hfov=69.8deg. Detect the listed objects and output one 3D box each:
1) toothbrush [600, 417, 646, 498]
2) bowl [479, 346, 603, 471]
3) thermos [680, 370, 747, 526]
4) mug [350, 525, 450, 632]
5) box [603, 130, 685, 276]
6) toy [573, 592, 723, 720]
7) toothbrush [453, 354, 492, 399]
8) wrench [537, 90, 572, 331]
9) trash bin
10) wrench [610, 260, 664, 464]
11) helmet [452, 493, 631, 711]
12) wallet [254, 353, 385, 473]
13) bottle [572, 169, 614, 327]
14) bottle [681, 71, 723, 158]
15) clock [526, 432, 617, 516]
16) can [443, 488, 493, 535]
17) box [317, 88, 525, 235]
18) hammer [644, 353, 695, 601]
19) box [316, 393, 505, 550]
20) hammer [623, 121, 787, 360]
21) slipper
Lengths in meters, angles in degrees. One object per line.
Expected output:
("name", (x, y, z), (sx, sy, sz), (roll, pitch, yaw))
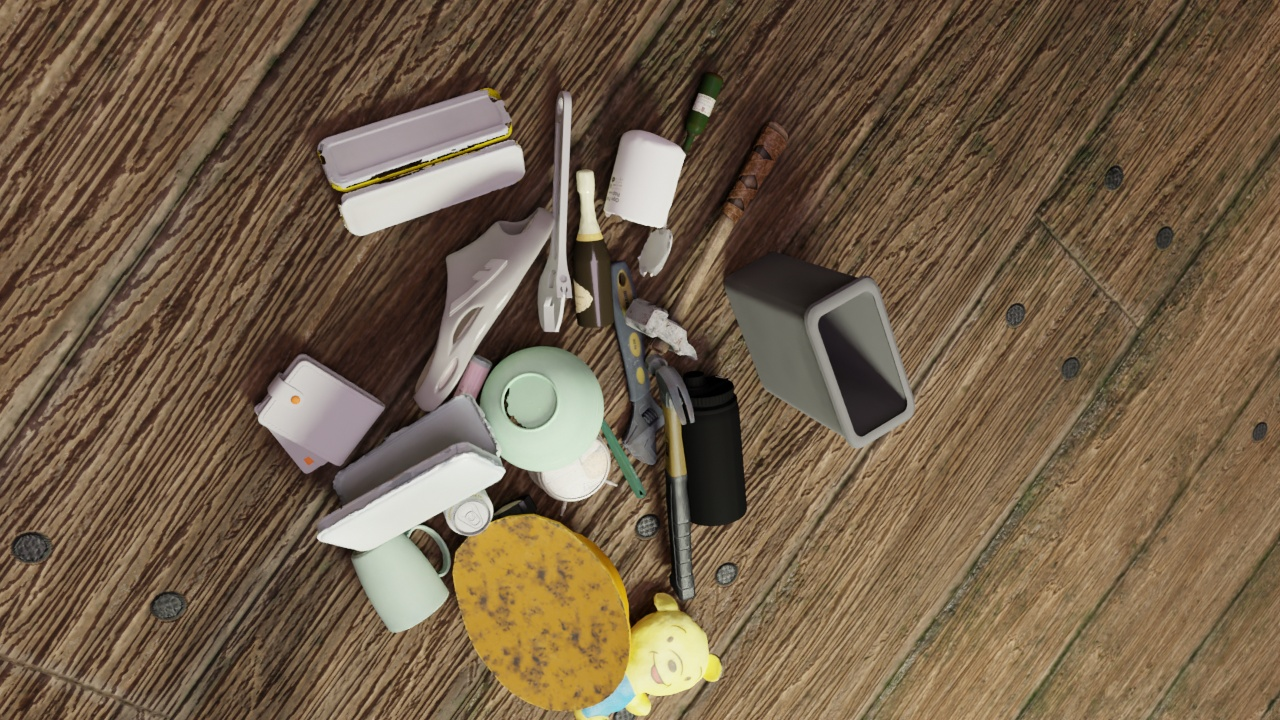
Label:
("toothbrush", (-0.036, 0.103, 1.183), (0.016, 0.017, 0.190), (-32, 114, -11))
("bowl", (-0.121, 0.052, 1.066), (0.151, 0.077, 0.150), (-1, 81, 5))
("thermos", (0.089, 0.107, 1.193), (0.086, 0.086, 0.199), (-12, 109, -17))
("mug", (-0.282, 0.250, 1.104), (0.111, 0.084, 0.104), (-38, 105, -38))
("box", (0.003, -0.181, 1.081), (0.092, 0.083, 0.166), (10, 103, -32))
("toy", (-0.006, 0.412, 1.249), (0.213, 0.084, 0.149), (-25, 113, -15))
("toothbrush", (-0.235, 0.097, 1.099), (0.026, 0.027, 0.222), (19, 98, -52))
("wrench", (-0.096, -0.169, 1.061), (0.018, 0.087, 0.273), (1, 95, -21))
("trash bin", (0.213, -0.022, 1.129), (0.097, 0.220, 0.192), (-29, 113, -11))
("wrench", (-0.007, 0.007, 1.163), (0.073, 0.022, 0.273), (-19, 112, -23))
("helmet", (-0.105, 0.291, 1.145), (0.206, 0.131, 0.255), (-27, 94, 17))
("wallet", (-0.371, 0.067, 1.035), (0.118, 0.037, 0.115), (37, 90, -29))
("bottle", (-0.059, -0.133, 1.090), (0.045, 0.045, 0.185), (-9, 108, -18))
("bottle", (0.070, -0.293, 1.104), (0.025, 0.025, 0.106), (19, 98, -24))
("clock", (-0.094, 0.110, 1.138), (0.103, 0.061, 0.157), (-27, 115, -13))
("can", (-0.209, 0.166, 1.088), (0.055, 0.101, 0.055), (-6, 107, -19))
("box", (-0.234, -0.215, 0.999), (0.209, 0.057, 0.117), (-22, 114, -14))
("hammer", (0.047, 0.163, 1.168), (0.025, 0.118, 0.333), (-12, 115, -15))
("box", (-0.266, 0.116, 1.034), (0.215, 0.127, 0.106), (-28, 147, 10))
("hammer", (0.096, -0.150, 1.139), (0.121, 0.049, 0.318), (31, 88, -48))
("slipper", (-0.198, -0.070, 1.032), (0.080, 0.113, 0.266), (32, 98, -14))
